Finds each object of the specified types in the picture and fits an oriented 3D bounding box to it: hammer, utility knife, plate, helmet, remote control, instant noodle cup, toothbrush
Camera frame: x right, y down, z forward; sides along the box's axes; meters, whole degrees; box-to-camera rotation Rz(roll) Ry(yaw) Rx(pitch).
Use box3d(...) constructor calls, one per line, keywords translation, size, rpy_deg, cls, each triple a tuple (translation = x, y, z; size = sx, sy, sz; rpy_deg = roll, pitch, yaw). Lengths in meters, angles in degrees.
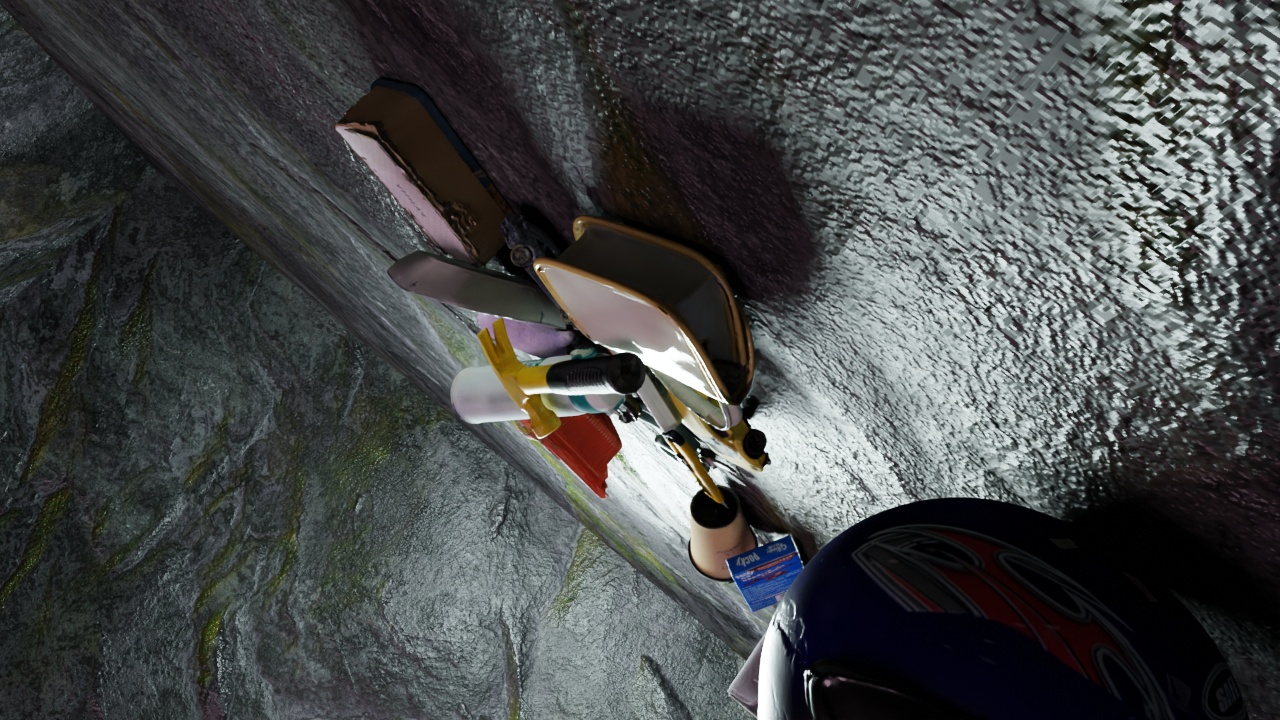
box3d(translation=(-0.071, 0.015, 0.811), size=(0.129, 0.032, 0.301), rpy_deg=(57, 158, -12), cls="hammer")
box3d(translation=(0.065, 0.127, 1.046), size=(0.033, 0.015, 0.173), rpy_deg=(28, 161, 42), cls="utility knife")
box3d(translation=(-0.166, -0.077, 0.925), size=(0.162, 0.034, 0.266), rpy_deg=(14, -175, -21), cls="plate")
box3d(translation=(0.224, 0.220, 0.540), size=(0.246, 0.241, 0.315), rpy_deg=(0, -149, -47), cls="helmet")
box3d(translation=(-0.005, 0.002, 0.825), size=(0.135, 0.019, 0.056), rpy_deg=(57, -172, -7), cls="remote control")
box3d(translation=(-0.092, 0.076, 1.169), size=(0.189, 0.079, 0.164), rpy_deg=(49, -176, -30), cls="instant noodle cup")
box3d(translation=(-0.121, -0.041, 1.089), size=(0.017, 0.016, 0.188), rpy_deg=(39, 168, -35), cls="toothbrush")

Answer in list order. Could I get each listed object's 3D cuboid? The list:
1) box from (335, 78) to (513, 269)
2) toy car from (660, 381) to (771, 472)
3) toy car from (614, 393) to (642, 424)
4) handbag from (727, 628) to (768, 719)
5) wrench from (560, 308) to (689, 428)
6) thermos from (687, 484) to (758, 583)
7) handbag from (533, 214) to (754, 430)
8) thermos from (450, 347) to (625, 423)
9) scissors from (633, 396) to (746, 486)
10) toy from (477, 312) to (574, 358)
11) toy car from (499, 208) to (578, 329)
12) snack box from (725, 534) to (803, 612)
box3d(translation=(-0.187, -0.165, 0.806), size=(0.090, 0.062, 0.184), rpy_deg=(26, 158, 41), cls="box")
box3d(translation=(0.061, 0.042, 0.803), size=(0.156, 0.041, 0.071), rpy_deg=(55, 162, -19), cls="toy car")
box3d(translation=(-0.045, 0.031, 1.054), size=(0.070, 0.042, 0.158), rpy_deg=(48, 168, -28), cls="toy car")
box3d(translation=(0.197, 0.310, 0.970), size=(0.098, 0.196, 0.145), rpy_deg=(46, 165, -29), cls="handbag")
box3d(translation=(-0.005, 0.005, 0.897), size=(0.273, 0.016, 0.056), rpy_deg=(43, 169, 10), cls="wrench")
box3d(translation=(0.101, 0.219, 1.167), size=(0.093, 0.092, 0.143), rpy_deg=(32, 156, 28), cls="thermos")
box3d(translation=(0.018, -0.021, 0.699), size=(0.163, 0.063, 0.179), rpy_deg=(26, 156, 43), cls="handbag")
box3d(translation=(-0.112, 0.028, 0.998), size=(0.225, 0.073, 0.073), rpy_deg=(-7, 135, 40), cls="thermos")
box3d(translation=(0.047, 0.092, 1.052), size=(0.169, 0.019, 0.178), rpy_deg=(49, 165, -26), cls="scissors")
box3d(translation=(-0.126, -0.031, 1.000), size=(0.108, 0.038, 0.084), rpy_deg=(22, 160, -8), cls="toy")
box3d(translation=(-0.081, -0.080, 0.815), size=(0.120, 0.037, 0.054), rpy_deg=(54, -176, -28), cls="toy car")
box3d(translation=(0.164, 0.272, 1.160), size=(0.157, 0.084, 0.026), rpy_deg=(63, -173, -55), cls="snack box")
